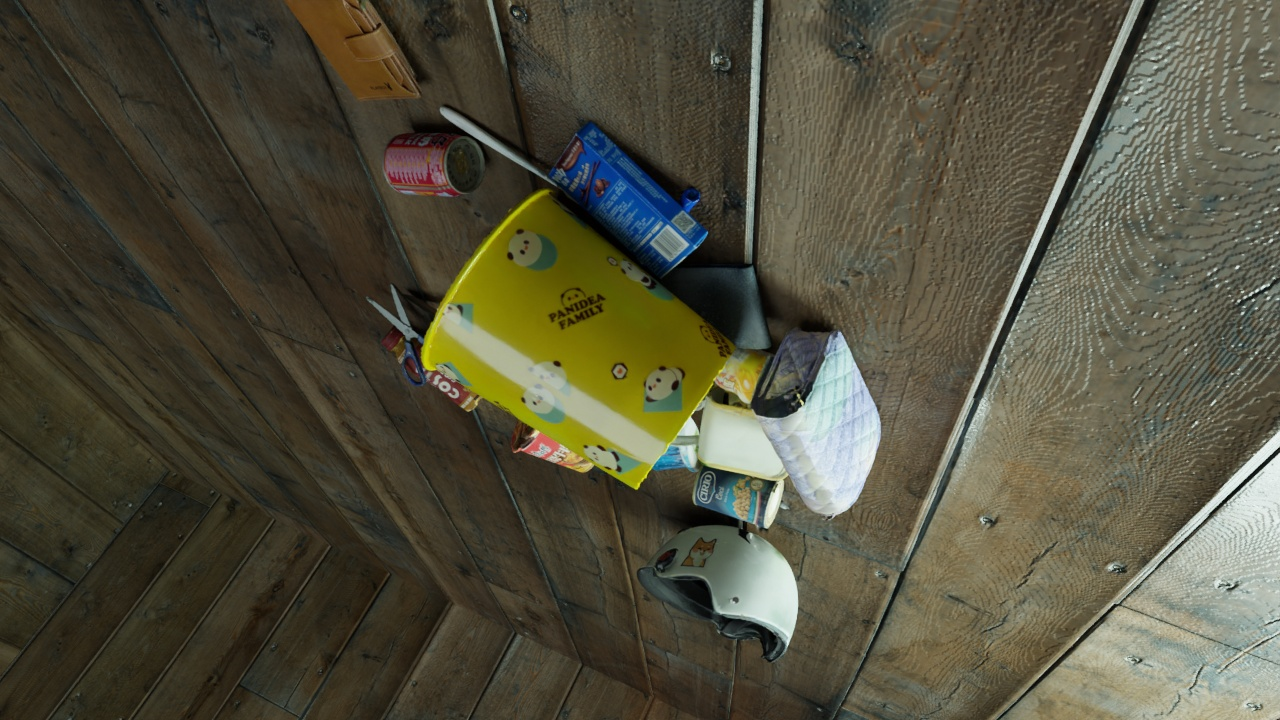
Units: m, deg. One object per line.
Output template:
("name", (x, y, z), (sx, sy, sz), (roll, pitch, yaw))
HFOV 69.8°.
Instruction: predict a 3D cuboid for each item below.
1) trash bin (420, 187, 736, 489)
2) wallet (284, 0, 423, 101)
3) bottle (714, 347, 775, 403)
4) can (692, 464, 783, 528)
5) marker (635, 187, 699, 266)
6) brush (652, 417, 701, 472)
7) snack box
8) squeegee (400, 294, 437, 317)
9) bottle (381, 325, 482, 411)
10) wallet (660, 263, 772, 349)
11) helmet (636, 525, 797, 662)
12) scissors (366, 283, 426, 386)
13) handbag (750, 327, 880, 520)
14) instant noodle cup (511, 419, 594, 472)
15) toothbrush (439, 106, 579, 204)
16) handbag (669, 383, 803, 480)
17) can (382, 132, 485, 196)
("trash bin", (-0.056, -0.012, 0.957), (0.255, 0.229, 0.230), (36, 152, 3))
("wallet", (-0.278, -0.317, 0.906), (0.119, 0.035, 0.131), (13, 149, 37))
("bottle", (0.104, 0.001, 1.042), (0.108, 0.063, 0.063), (34, 155, 23))
("can", (0.139, 0.184, 1.290), (0.111, 0.075, 0.075), (16, 149, 22))
("marker", (0.025, -0.134, 0.942), (0.017, 0.016, 0.146), (32, 151, -6))
("brush", (0.041, 0.071, 1.206), (0.109, 0.060, 0.315), (10, 151, 20))
("snack box", (-0.014, -0.156, 0.907), (0.157, 0.026, 0.085), (42, 151, -6))
("squeegee", (-0.208, 0.005, 1.352), (0.248, 0.040, 0.250), (29, 163, 36))
("bottle", (-0.323, 0.009, 1.439), (0.175, 0.057, 0.058), (38, 150, -16))
("wallet", (0.080, -0.060, 0.988), (0.121, 0.019, 0.097), (4, 124, 39))
("helmet", (0.139, 0.348, 1.473), (0.274, 0.156, 0.230), (10, 150, 50))
("scissors", (-0.337, -0.033, 1.375), (0.164, 0.012, 0.163), (12, 119, 3))
("handbag", (0.191, 0.065, 0.992), (0.076, 0.133, 0.194), (4, 142, 37))
("instant noodle cup", (-0.104, 0.087, 1.305), (0.108, 0.137, 0.138), (28, 153, -17))
("toothbrush", (-0.130, -0.215, 0.954), (0.180, 0.016, 0.016), (32, 149, -1))
("handbag", (0.105, 0.077, 1.128), (0.179, 0.063, 0.164), (8, 147, 4))
("can", (-0.221, -0.210, 0.985), (0.094, 0.066, 0.066), (9, 146, 33))
